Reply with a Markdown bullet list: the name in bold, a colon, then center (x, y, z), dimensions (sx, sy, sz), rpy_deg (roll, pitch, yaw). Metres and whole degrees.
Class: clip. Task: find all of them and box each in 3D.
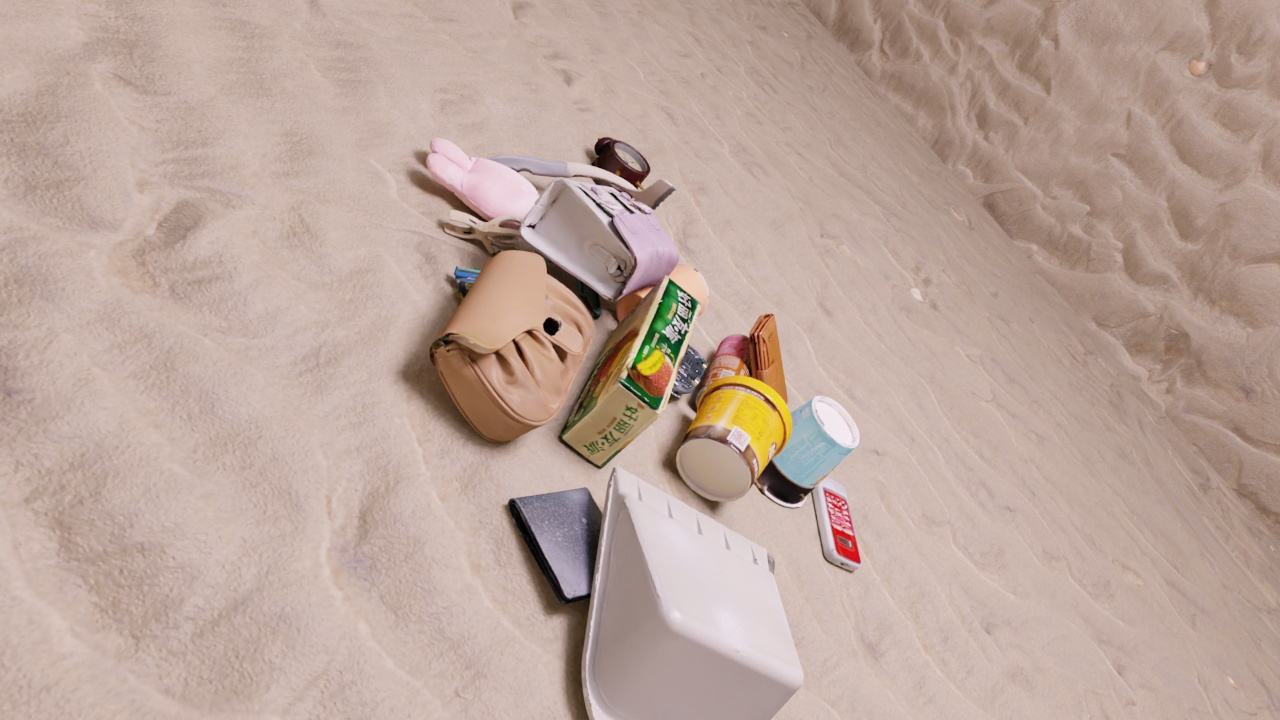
- **clip**: center (-0.186, -0.145, 1.118), dimensions (0.104, 0.089, 0.034), rpy_deg (-2, 49, -9)

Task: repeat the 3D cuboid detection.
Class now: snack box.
- **snack box**: center (-0.006, 0.006, 1.055), dimensions (0.063, 0.115, 0.239), rpy_deg (38, 34, -11)

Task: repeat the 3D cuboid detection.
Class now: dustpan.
- **dustpan**: center (0.036, 0.265, 0.870), dimensions (0.222, 0.143, 0.257), rpy_deg (32, 17, -23)

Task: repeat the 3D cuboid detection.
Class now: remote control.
- **remote control**: center (0.255, 0.209, 1.197), dimensions (0.056, 0.020, 0.135), rpy_deg (27, 38, -23)

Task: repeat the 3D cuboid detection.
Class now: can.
- **can**: center (0.117, 0.022, 1.219), dimensions (0.058, 0.058, 0.147), rpy_deg (40, 34, -7)

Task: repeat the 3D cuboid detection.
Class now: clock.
- **clock**: center (-0.032, -0.302, 1.414), dimensions (0.082, 0.055, 0.121), rpy_deg (19, 39, -32)

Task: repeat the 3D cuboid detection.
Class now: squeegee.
- **squeegee**: center (-0.093, -0.251, 1.246), dimensions (0.246, 0.247, 0.039), rpy_deg (12, 86, -10)

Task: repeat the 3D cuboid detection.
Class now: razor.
- **razor**: center (-0.191, -0.046, 1.001), dimensions (0.042, 0.022, 0.142), rpy_deg (7, 48, -7)

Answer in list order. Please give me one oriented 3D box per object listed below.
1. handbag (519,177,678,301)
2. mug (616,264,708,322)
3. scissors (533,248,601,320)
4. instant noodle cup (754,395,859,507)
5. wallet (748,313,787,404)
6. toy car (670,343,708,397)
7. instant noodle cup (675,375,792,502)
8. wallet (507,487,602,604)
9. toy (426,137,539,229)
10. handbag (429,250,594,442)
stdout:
- **handbag**: center (-0.037, -0.146, 1.095), dimensions (0.145, 0.099, 0.196), rpy_deg (43, 17, 6)
- **mug**: center (0.026, -0.078, 1.220), dimensions (0.078, 0.078, 0.122), rpy_deg (51, 38, 10)
- **scissors**: center (-0.099, -0.137, 1.156), dimensions (0.176, 0.019, 0.174), rpy_deg (41, 27, -49)
- **instant noodle cup**: center (0.209, 0.110, 1.164), dimensions (0.111, 0.121, 0.111), rpy_deg (27, 38, -24)
- **wallet**: center (0.173, 0.011, 1.243), dimensions (0.107, 0.031, 0.132), rpy_deg (-43, 125, -65)
- **toy car**: center (0.054, 0.010, 1.187), dimensions (0.054, 0.037, 0.120), rpy_deg (41, 24, -1)
- **instant noodle cup**: center (0.106, 0.096, 1.083), dimensions (0.118, 0.119, 0.114), rpy_deg (43, 41, -2)
- **wallet**: center (-0.062, 0.175, 0.883), dimensions (0.097, 0.019, 0.121), rpy_deg (-2, 46, -43)
- **toy**: center (-0.197, -0.222, 1.155), dimensions (0.159, 0.054, 0.121), rpy_deg (29, 29, -23)
- **handbag**: center (-0.125, -0.021, 0.955), dimensions (0.148, 0.100, 0.203), rpy_deg (45, 38, -22)
